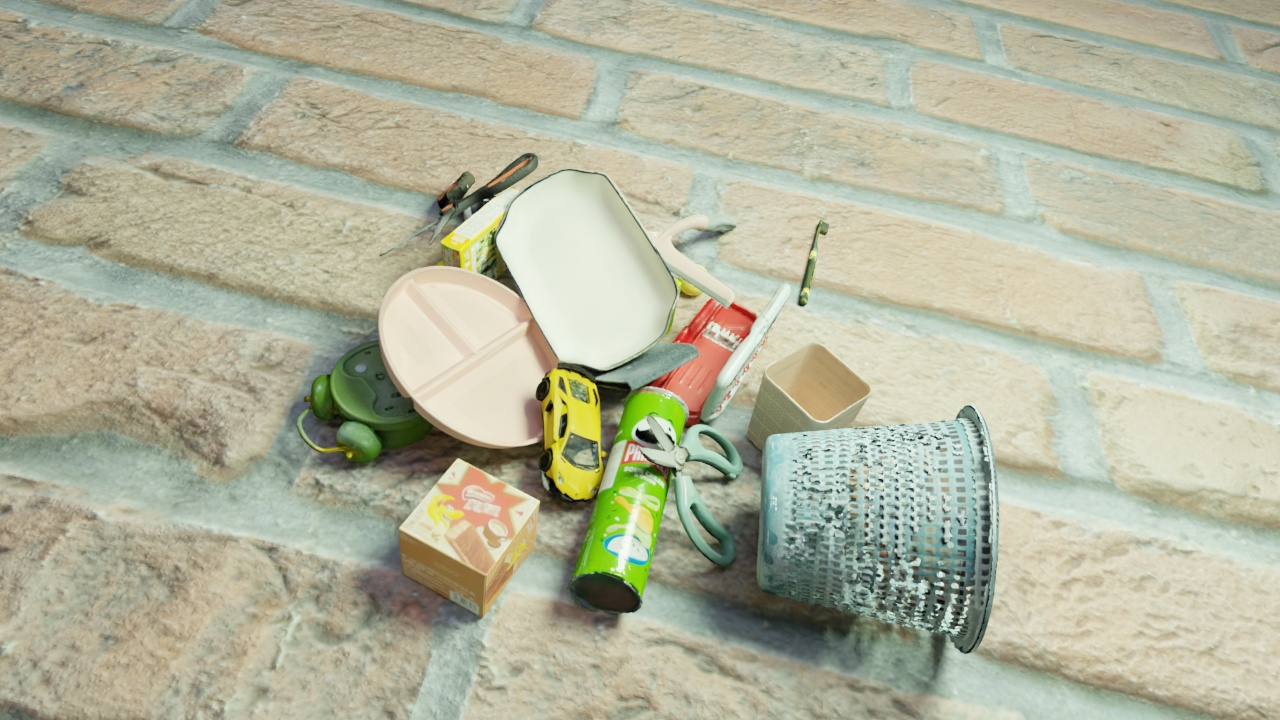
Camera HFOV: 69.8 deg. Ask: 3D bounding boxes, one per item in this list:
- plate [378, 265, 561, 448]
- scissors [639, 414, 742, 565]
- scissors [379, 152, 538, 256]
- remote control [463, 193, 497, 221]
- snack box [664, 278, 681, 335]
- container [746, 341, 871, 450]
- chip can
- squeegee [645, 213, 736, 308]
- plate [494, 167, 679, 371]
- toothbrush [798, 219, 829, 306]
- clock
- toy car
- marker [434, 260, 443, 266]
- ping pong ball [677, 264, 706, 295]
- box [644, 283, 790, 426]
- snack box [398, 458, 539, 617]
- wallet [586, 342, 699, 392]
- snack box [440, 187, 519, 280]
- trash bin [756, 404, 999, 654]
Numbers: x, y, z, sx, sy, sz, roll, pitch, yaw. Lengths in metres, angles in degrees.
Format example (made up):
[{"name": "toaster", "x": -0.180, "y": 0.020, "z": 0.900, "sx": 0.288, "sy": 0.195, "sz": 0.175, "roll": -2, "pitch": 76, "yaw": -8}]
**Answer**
[{"name": "plate", "x": -0.174, "y": -0.003, "z": 0.976, "sx": 0.229, "sy": 0.028, "sz": 0.229, "roll": 27, "pitch": 40, "yaw": -25}, {"name": "scissors", "x": 0.063, "y": 0.114, "z": 0.935, "sx": 0.170, "sy": 0.019, "sz": 0.180, "roll": 58, "pitch": 34, "yaw": -5}, {"name": "scissors", "x": -0.228, "y": -0.199, "z": 1.144, "sx": 0.234, "sy": 0.022, "sz": 0.221, "roll": -31, "pitch": 25, "yaw": 0}, {"name": "remote control", "x": -0.160, "y": -0.197, "z": 1.224, "sx": 0.150, "sy": 0.021, "sz": 0.058, "roll": 3, "pitch": 47, "yaw": -10}, {"name": "snack box", "x": -0.022, "y": -0.100, "z": 1.117, "sx": 0.156, "sy": 0.086, "sz": 0.026, "roll": 37, "pitch": 53, "yaw": 22}, {"name": "container", "x": 0.176, "y": 0.057, "z": 0.992, "sx": 0.090, "sy": 0.111, "sz": 0.090, "roll": -27, "pitch": 58, "yaw": -31}, {"name": "chip can", "x": -0.008, "y": 0.134, "z": 0.912, "sx": 0.072, "sy": 0.072, "sz": 0.235, "roll": 15, "pitch": 47, "yaw": 3}, {"name": "squeegee", "x": 0.071, "y": -0.170, "z": 1.177, "sx": 0.248, "sy": 0.040, "sz": 0.248, "roll": 34, "pitch": 29, "yaw": 19}, {"name": "plate", "x": -0.062, "y": -0.105, "z": 1.063, "sx": 0.162, "sy": 0.034, "sz": 0.265, "roll": -32, "pitch": 67, "yaw": 1}, {"name": "toothbrush", "x": 0.238, "y": -0.135, "z": 1.253, "sx": 0.017, "sy": 0.012, "sz": 0.185, "roll": 25, "pitch": 47, "yaw": -3}, {"name": "clock", "x": -0.275, "y": 0.043, "z": 0.953, "sx": 0.160, "sy": 0.056, "sz": 0.116, "roll": -27, "pitch": 57, "yaw": -31}, {"name": "toy car", "x": -0.069, "y": 0.075, "z": 0.953, "sx": 0.071, "sy": 0.041, "sz": 0.155, "roll": 24, "pitch": 46, "yaw": -34}, {"name": "marker", "x": -0.221, "y": -0.135, "z": 1.160, "sx": 0.018, "sy": 0.015, "sz": 0.123, "roll": 31, "pitch": 46, "yaw": 16}, {"name": "ping pong ball", "x": 0.068, "y": -0.103, "z": 1.168, "sx": 0.040, "sy": 0.040, "sz": 0.040, "roll": 6, "pitch": 47, "yaw": -6}, {"name": "box", "x": 0.091, "y": -0.021, "z": 1.057, "sx": 0.102, "sy": 0.101, "sz": 0.200, "roll": 27, "pitch": 48, "yaw": 12}, {"name": "snack box", "x": -0.158, "y": 0.163, "z": 0.850, "sx": 0.093, "sy": 0.077, "sz": 0.094, "roll": 25, "pitch": 47, "yaw": 12}, {"name": "wallet", "x": -0.006, "y": 0.006, "z": 1.019, "sx": 0.097, "sy": 0.019, "sz": 0.121, "roll": -26, "pitch": 16, "yaw": -29}, {"name": "snack box", "x": -0.187, "y": -0.140, "z": 1.119, "sx": 0.034, "sy": 0.087, "sz": 0.140, "roll": 21, "pitch": 47, "yaw": 17}, {"name": "trash bin", "x": 0.210, "y": 0.149, "z": 0.864, "sx": 0.195, "sy": 0.227, "sz": 0.226, "roll": 3, "pitch": 46, "yaw": 9}]
